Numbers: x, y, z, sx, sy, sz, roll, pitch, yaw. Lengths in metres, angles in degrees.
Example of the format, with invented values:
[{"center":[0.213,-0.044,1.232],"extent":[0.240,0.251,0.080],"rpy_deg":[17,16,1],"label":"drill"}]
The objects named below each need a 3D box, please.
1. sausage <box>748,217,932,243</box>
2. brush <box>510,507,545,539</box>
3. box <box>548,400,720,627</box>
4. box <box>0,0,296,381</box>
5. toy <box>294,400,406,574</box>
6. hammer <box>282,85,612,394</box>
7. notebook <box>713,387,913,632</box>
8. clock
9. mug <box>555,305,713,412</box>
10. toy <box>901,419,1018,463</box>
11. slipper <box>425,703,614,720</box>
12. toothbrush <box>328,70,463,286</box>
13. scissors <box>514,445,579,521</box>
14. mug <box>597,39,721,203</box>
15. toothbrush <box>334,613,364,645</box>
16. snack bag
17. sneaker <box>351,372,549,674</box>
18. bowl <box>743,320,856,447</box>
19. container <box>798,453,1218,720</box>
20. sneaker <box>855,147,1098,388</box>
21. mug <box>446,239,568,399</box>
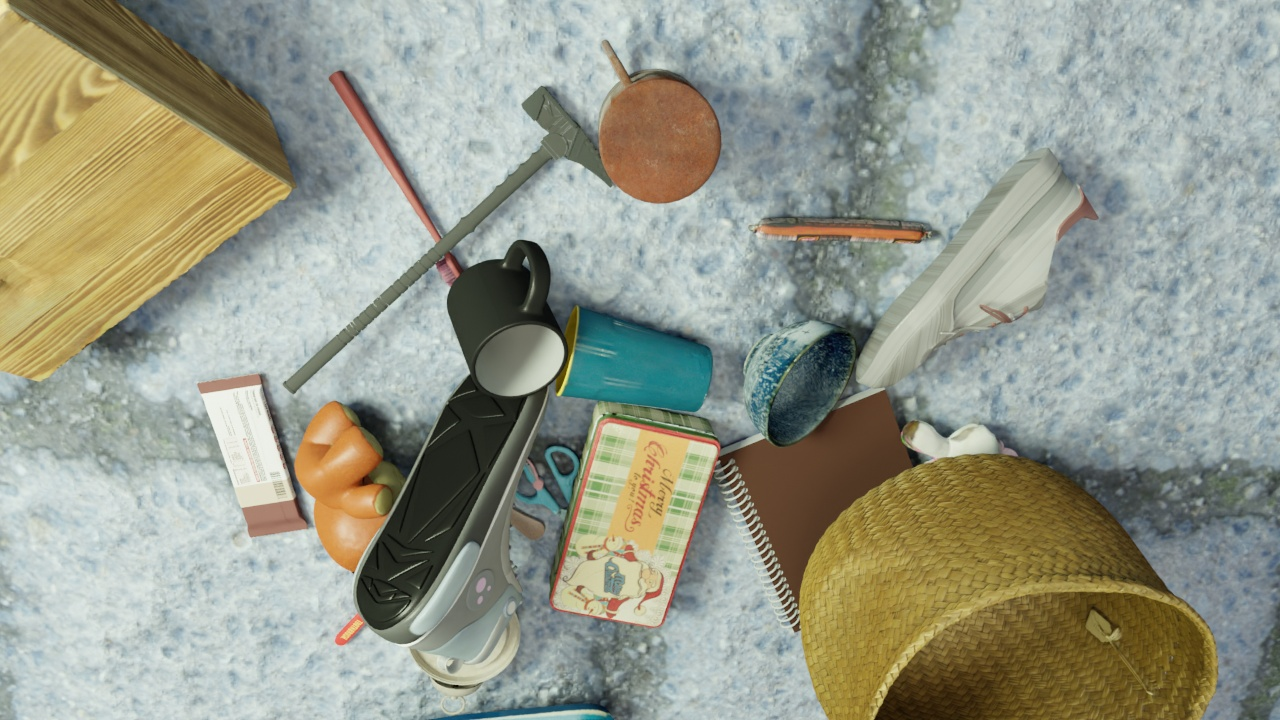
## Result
[{"center":[0.168,-0.109,0.766],"extent":[0.155,0.020,0.020],"rpy_deg":[1,111,-2],"label":"sausage"},{"center":[-0.146,0.129,0.848],"extent":[0.135,0.015,0.050],"rpy_deg":[35,107,-14],"label":"brush"},{"center":[-0.009,0.143,0.835],"extent":[0.117,0.051,0.206],"rpy_deg":[13,109,-13],"label":"box"},{"center":[-0.488,-0.220,0.652],"extent":[0.279,0.286,0.336],"rpy_deg":[-32,67,11],"label":"box"},{"center":[-0.245,0.126,0.798],"extent":[0.096,0.112,0.176],"rpy_deg":[-12,117,-31],"label":"toy"},{"center":[-0.167,-0.078,0.750],"extent":[0.325,0.015,0.095],"rpy_deg":[-41,109,6],"label":"hammer"},{"center":[0.179,0.146,0.863],"extent":[0.172,0.022,0.209],"rpy_deg":[-23,110,5],"label":"notebook"},{"center":[-0.170,0.266,0.876],"extent":[0.103,0.061,0.157],"rpy_deg":[8,103,-9],"label":"clock"},{"center":[-0.005,0.005,0.777],"extent":[0.121,0.078,0.078],"rpy_deg":[13,110,-12],"label":"mug"},{"center":[0.290,0.093,0.836],"extent":[0.122,0.038,0.079],"rpy_deg":[6,106,-13],"label":"toy"},{"center":[-0.170,0.393,0.905],"extent":[0.295,0.060,0.118],"rpy_deg":[-9,138,-1],"label":"slipper"},{"center":[-0.196,-0.143,0.743],"extent":[0.016,0.016,0.190],"rpy_deg":[-24,110,12],"label":"toothbrush"},{"center":[-0.062,0.134,0.858],"extent":[0.076,0.015,0.141],"rpy_deg":[-35,114,9],"label":"scissors"},{"center":[0.004,-0.183,0.688],"extent":[0.096,0.110,0.123],"rpy_deg":[-34,109,5],"label":"mug"},{"center":[-0.228,0.208,0.866],"extent":[0.012,0.017,0.213],"rpy_deg":[37,109,-20],"label":"toothbrush"},{"center":[-0.348,0.088,0.827],"extent":[0.057,0.013,0.158],"rpy_deg":[-10,111,0],"label":"snack bag"},{"center":[-0.127,0.134,0.790],"extent":[0.093,0.256,0.160],"rpy_deg":[11,153,33],"label":"sneaker"},{"center":[0.125,0.010,0.781],"extent":[0.114,0.061,0.115],"rpy_deg":[-30,139,-30],"label":"bowl"},{"center":[0.294,0.234,0.784],"extent":[0.307,0.196,0.308],"rpy_deg":[-4,123,-7],"label":"container"},{"center":[0.279,-0.054,0.750],"extent":[0.089,0.099,0.236],"rpy_deg":[38,104,0],"label":"sneaker"},{"center":[-0.101,-0.040,0.730],"extent":[0.078,0.088,0.114],"rpy_deg":[7,126,-32],"label":"mug"}]
